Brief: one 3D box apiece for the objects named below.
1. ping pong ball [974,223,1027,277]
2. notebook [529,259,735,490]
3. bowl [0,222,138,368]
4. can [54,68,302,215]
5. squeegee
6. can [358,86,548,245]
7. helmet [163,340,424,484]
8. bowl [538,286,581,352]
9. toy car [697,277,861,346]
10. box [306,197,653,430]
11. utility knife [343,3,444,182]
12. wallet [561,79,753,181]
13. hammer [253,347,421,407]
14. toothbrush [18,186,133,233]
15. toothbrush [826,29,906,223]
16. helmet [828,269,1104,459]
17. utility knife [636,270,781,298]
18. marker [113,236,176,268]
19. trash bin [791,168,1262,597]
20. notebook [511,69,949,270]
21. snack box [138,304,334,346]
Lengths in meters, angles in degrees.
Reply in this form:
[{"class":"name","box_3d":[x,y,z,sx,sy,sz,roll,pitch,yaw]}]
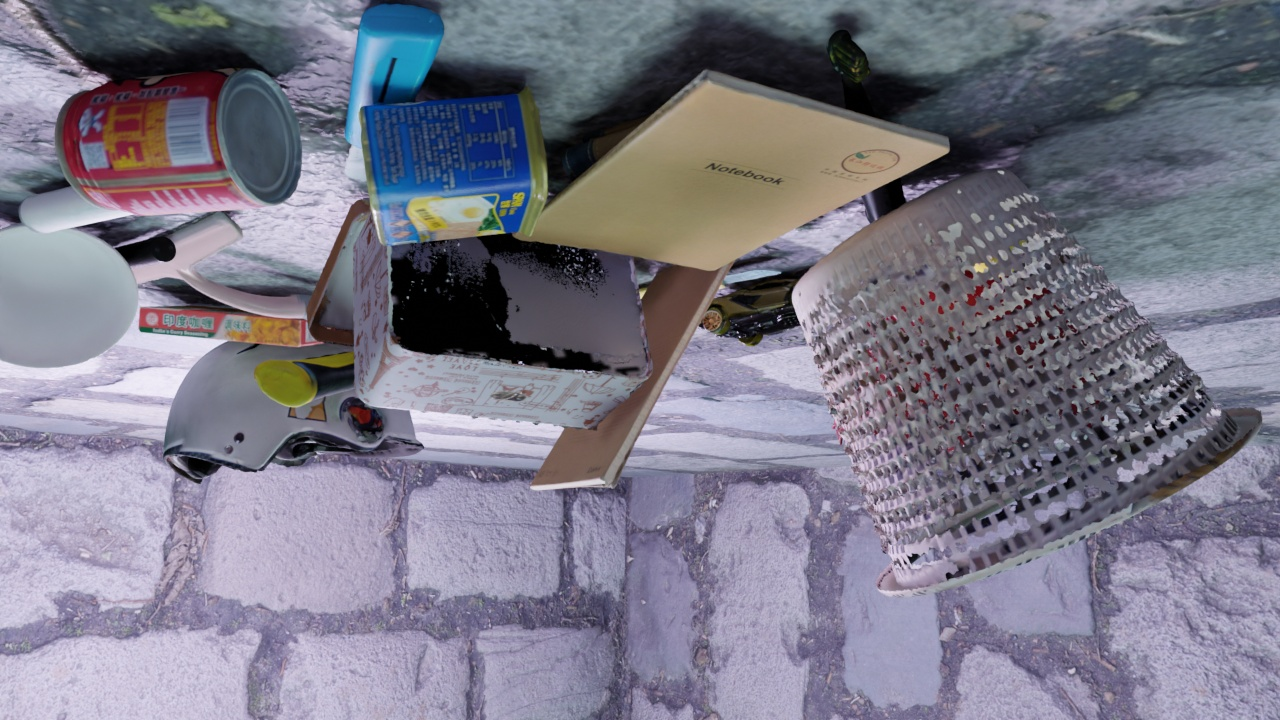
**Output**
[{"class":"ping pong ball","box_3d":[0.242,-0.077,0.625,0.040,0.040,0.040,1,169,0]},{"class":"notebook","box_3d":[-0.004,0.004,0.679,0.012,0.211,0.150,36,158,-16]},{"class":"bowl","box_3d":[-0.445,-0.060,0.685,0.118,0.118,0.064,10,-154,-40]},{"class":"can","box_3d":[-0.226,-0.106,0.452,0.094,0.066,0.066,-2,169,12]},{"class":"squeegee","box_3d":[-0.308,-0.055,0.804,0.248,0.040,0.249,-9,166,39]},{"class":"can","box_3d":[-0.097,-0.096,0.470,0.083,0.057,0.102,-8,175,-14]},{"class":"helmet","box_3d":[-0.387,0.045,1.028,0.273,0.157,0.231,-4,174,-39]},{"class":"bowl","box_3d":[-0.072,-0.032,0.801,0.116,0.066,0.116,5,167,1]},{"class":"toy car","box_3d":[0.120,-0.046,0.795,0.158,0.042,0.070,-11,164,33]},{"class":"box","box_3d":[-0.124,-0.018,0.640,0.183,0.156,0.194,9,146,-30]},{"class":"utility knife","box_3d":[-0.135,-0.126,0.472,0.034,0.018,0.205,5,170,-21]},{"class":"wallet","box_3d":[0.028,-0.112,0.494,0.115,0.033,0.090,-8,168,37]},{"class":"hammer","box_3d":[-0.199,-0.002,0.763,0.126,0.032,0.322,16,-170,10]},{"class":"toothbrush","box_3d":[-0.309,-0.106,0.569,0.221,0.026,0.026,-4,-166,27]},{"class":"toothbrush","box_3d":[0.121,-0.114,0.482,0.026,0.027,0.212,-41,159,8]},{"class":"helmet","box_3d":[0.256,-0.001,0.761,0.206,0.144,0.240,-4,-178,-13]},{"class":"utility knife","box_3d":[0.034,-0.060,0.792,0.031,0.021,0.207,10,173,-43]},{"class":"marker","box_3d":[-0.408,-0.081,0.719,0.132,0.020,0.022,-2,139,34]},{"class":"trash bin","box_3d":[0.198,0.005,0.547,0.227,0.192,0.227,-27,170,-5]},{"class":"notebook","box_3d":[0.037,-0.090,0.498,0.147,0.008,0.208,5,166,-30]},{"class":"snack box","box_3d":[-0.381,-0.034,0.873,0.156,0.027,0.077,5,-175,4]}]
